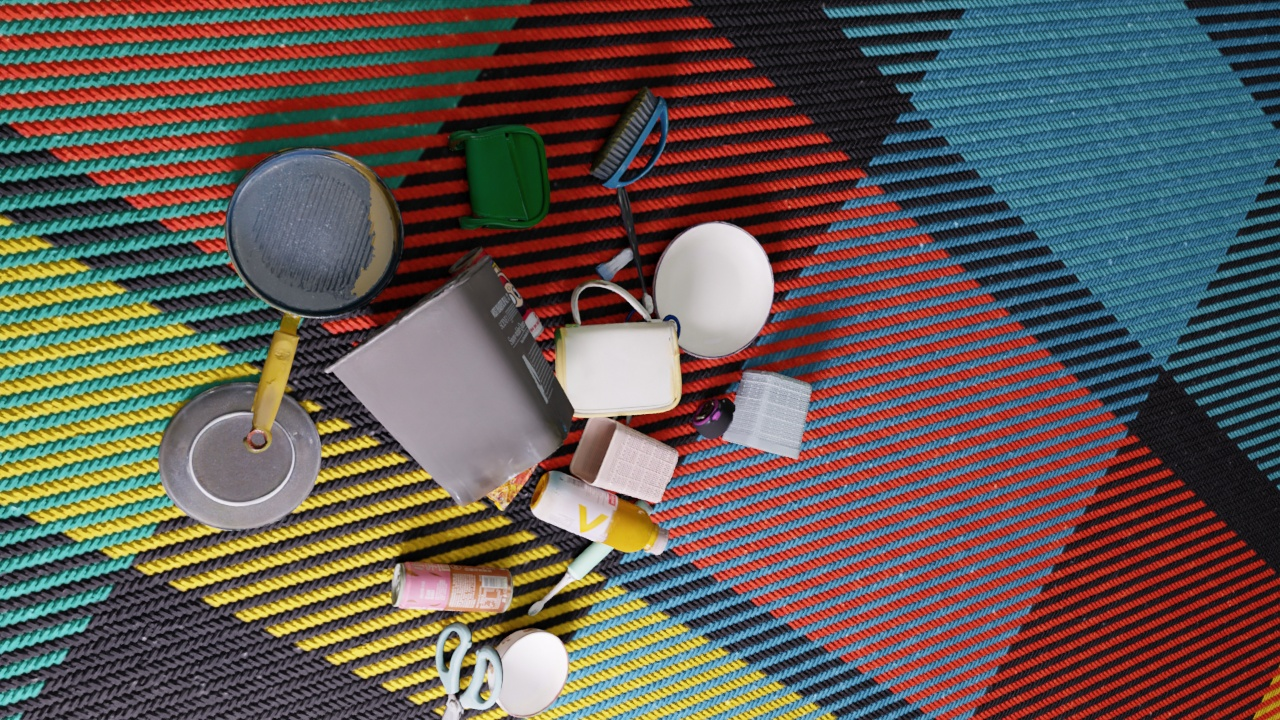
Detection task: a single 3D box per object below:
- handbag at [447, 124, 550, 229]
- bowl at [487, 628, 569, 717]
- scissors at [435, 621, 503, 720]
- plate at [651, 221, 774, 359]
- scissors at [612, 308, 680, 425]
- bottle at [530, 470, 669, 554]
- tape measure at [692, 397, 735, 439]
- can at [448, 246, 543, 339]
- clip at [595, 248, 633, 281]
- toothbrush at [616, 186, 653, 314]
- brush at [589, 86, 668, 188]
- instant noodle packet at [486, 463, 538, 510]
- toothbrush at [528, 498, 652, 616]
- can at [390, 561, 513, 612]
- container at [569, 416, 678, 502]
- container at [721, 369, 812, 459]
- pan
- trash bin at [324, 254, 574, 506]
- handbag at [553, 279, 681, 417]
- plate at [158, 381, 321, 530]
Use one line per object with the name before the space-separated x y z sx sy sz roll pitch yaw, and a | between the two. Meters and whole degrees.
handbag | -0.176 -0.229 1.151 0.120 0.068 0.131 -7 100 -16
bowl | -0.158 0.410 1.225 0.113 0.062 0.113 -3 94 -38
scissors | -0.243 0.419 1.199 0.019 0.143 0.180 -13 137 -55
plate | 0.098 -0.099 1.297 0.192 0.039 0.192 -3 98 -23
scissors | 0.008 0.010 1.259 0.132 0.012 0.173 -11 105 1
bottle | -0.052 0.210 1.234 0.189 0.068 0.068 25 86 -13
tape measure | 0.103 0.081 1.310 0.039 0.057 0.057 43 55 -20
can | -0.182 -0.077 1.168 0.053 0.053 0.133 -42 110 -14
clip | -0.033 -0.131 1.247 0.057 0.032 0.025 -39 106 -12
toothbrush | -0.007 -0.151 1.233 0.015 0.018 0.181 -12 83 -7
brush | -0.007 -0.289 1.219 0.073 0.055 0.143 33 82 -23
instant noodle packet | -0.194 0.117 1.192 0.128 0.044 0.110 42 75 -22
toothbrush | -0.070 0.274 1.273 0.224 0.027 0.026 -41 74 -15
can | -0.242 0.293 1.182 0.147 0.058 0.058 10 92 -24
container | -0.019 0.135 1.247 0.111 0.090 0.090 24 86 -27
container | 0.186 0.076 1.331 0.090 0.090 0.111 16 87 -25
pan | -0.396 -0.071 1.060 0.197 0.078 0.357 17 89 -24
trash bin | -0.201 0.024 1.058 0.199 0.198 0.220 -33 102 11
handbag | -0.032 -0.020 1.214 0.163 0.063 0.179 -3 99 -2
plate | -0.468 0.115 1.080 0.179 0.024 0.179 -3 97 -23
